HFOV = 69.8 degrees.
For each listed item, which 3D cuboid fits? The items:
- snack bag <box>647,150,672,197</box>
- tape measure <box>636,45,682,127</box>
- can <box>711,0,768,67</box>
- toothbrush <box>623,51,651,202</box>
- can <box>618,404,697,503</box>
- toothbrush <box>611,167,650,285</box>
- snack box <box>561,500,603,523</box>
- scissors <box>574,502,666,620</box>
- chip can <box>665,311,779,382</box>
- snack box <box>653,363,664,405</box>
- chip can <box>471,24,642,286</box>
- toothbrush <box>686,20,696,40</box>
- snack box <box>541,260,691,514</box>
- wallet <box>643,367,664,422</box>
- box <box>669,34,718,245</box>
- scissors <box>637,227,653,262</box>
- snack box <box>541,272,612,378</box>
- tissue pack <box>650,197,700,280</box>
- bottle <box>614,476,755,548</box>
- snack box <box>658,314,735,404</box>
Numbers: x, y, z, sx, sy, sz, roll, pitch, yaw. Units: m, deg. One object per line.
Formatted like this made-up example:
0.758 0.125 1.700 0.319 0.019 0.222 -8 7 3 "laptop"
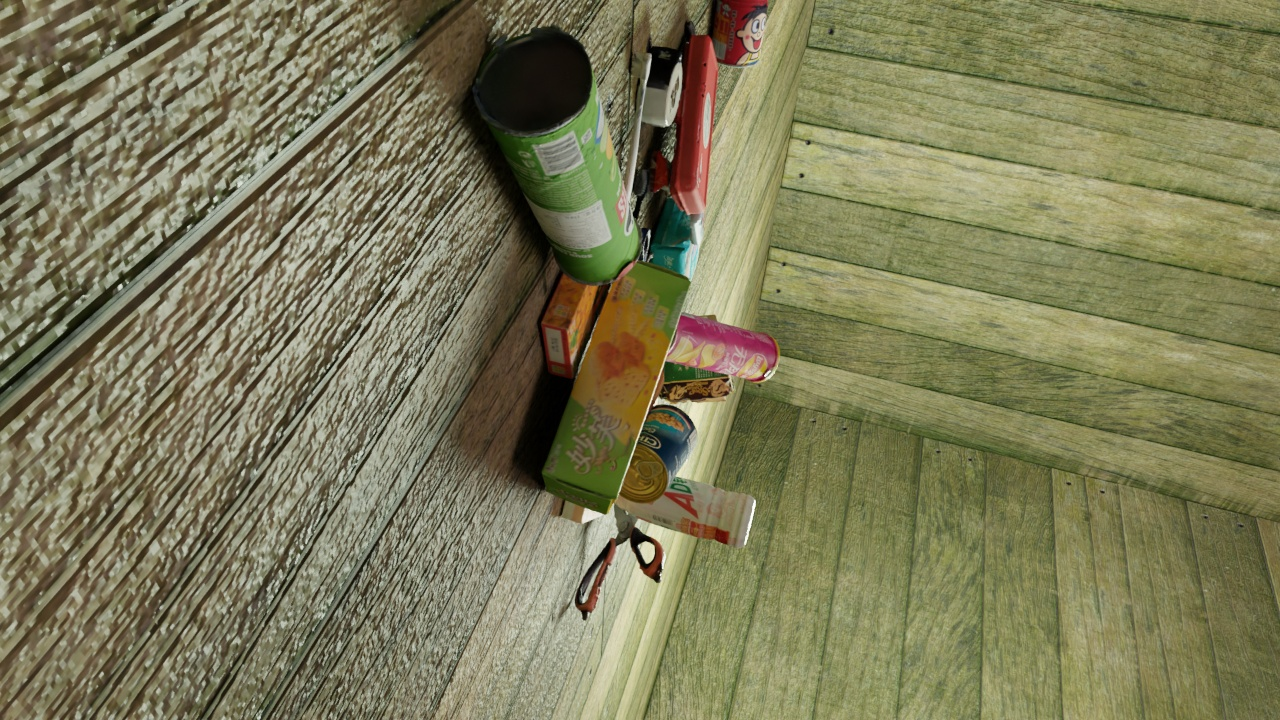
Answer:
0.027 -0.210 1.039 0.104 0.026 0.048 -37 138 -76 "snack bag"
0.020 -0.265 0.904 0.066 0.033 0.065 80 25 -63 "tape measure"
0.127 -0.435 1.183 0.066 0.066 0.094 -65 164 -50 "can"
-0.010 -0.206 0.880 0.016 0.016 0.180 -60 163 -52 "toothbrush"
0.015 0.105 1.059 0.110 0.075 0.075 -45 148 -58 "can"
-0.017 -0.112 0.964 0.016 0.014 0.189 15 89 -73 "toothbrush"
-0.053 0.139 1.063 0.157 0.026 0.084 30 74 -79 "snack box"
-0.023 0.237 1.199 0.189 0.015 0.225 -45 -152 6 "scissors"
0.094 -0.020 1.229 0.210 0.071 0.071 12 92 -43 "chip can"
0.002 0.081 1.299 0.085 0.026 0.157 -58 159 -63 "snack box"
-0.046 -0.123 0.615 0.236 0.072 0.072 67 38 -73 "chip can"
0.071 -0.369 1.110 0.181 0.018 0.015 20 87 -79 "toothbrush"
-0.024 0.030 0.852 0.158 0.070 0.209 107 3 -75 "snack box"
-0.006 0.006 1.068 0.124 0.032 0.101 -58 140 -58 "wallet"
0.068 -0.252 1.065 0.158 0.039 0.200 52 42 -67 "box"
-0.005 -0.091 1.036 0.163 0.012 0.173 101 8 -51 "scissors"
-0.048 -0.069 0.809 0.077 0.027 0.155 91 16 -58 "snack box"
0.045 -0.134 1.177 0.134 0.050 0.093 90 16 -55 "tissue pack"
0.042 0.178 1.148 0.068 0.197 0.068 15 89 -79 "bottle"
0.079 -0.007 1.353 0.117 0.118 0.106 -92 178 -68 "snack box"
